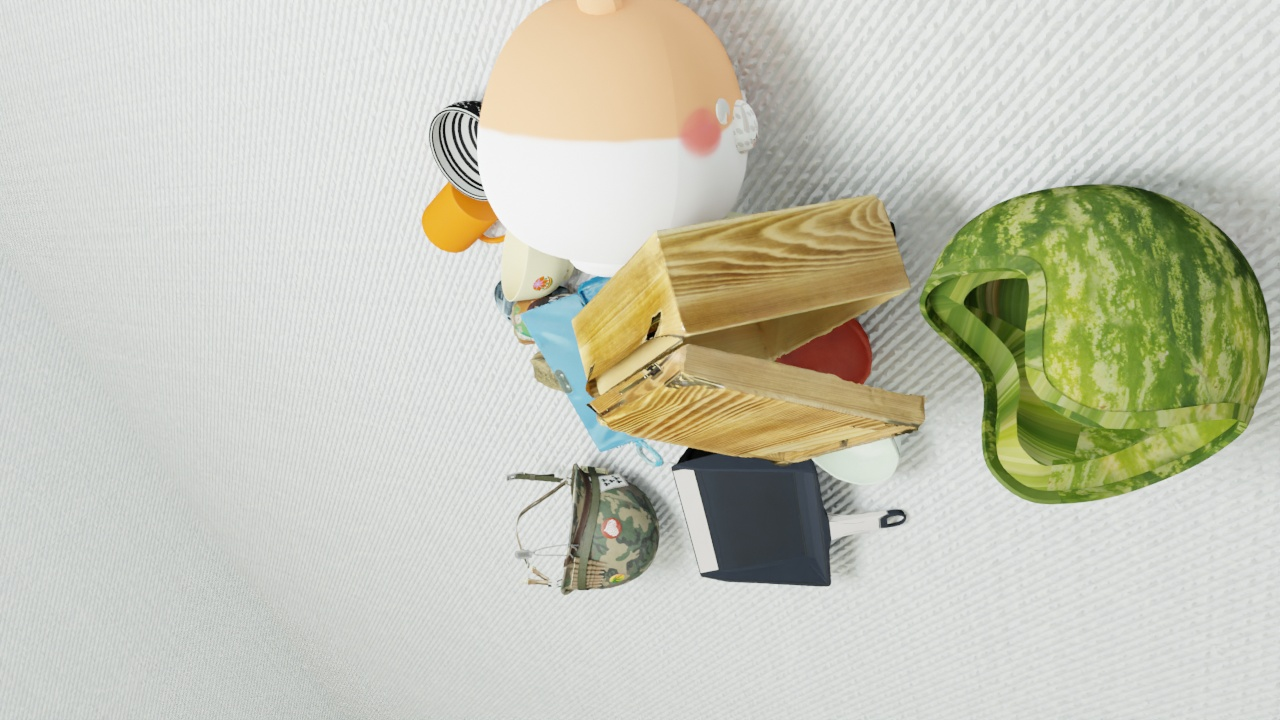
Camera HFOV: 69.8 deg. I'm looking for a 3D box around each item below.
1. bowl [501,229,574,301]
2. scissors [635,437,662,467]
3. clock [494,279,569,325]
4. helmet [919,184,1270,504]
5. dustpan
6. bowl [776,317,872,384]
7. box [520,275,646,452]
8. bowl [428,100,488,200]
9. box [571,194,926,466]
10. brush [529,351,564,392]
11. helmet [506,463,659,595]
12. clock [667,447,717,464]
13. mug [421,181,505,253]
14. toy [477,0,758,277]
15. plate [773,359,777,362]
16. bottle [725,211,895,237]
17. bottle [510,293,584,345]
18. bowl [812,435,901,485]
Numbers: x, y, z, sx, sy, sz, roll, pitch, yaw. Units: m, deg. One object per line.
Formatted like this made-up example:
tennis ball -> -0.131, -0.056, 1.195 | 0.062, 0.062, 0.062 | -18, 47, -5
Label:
bowl -> -0.126, -0.130, 1.174 | 0.074, 0.117, 0.118 | 5, 147, -24
scissors -> -0.006, 0.099, 1.345 | 0.137, 0.012, 0.128 | 45, 141, -3
clock -> -0.141, -0.078, 1.258 | 0.129, 0.052, 0.090 | 32, 139, 11
helmet -> 0.372, -0.030, 0.755 | 0.243, 0.246, 0.213 | -15, 150, 2
dustpan -> 0.200, 0.210, 1.197 | 0.273, 0.080, 0.236 | -14, 129, 1
bowl -> 0.210, -0.020, 1.046 | 0.122, 0.035, 0.122 | 22, 136, 22
box -> -0.027, 0.002, 1.171 | 0.175, 0.033, 0.231 | -20, 114, 15
bowl -> -0.190, -0.263, 1.117 | 0.120, 0.066, 0.120 | 22, 136, 22
box -> 0.083, 0.004, 0.882 | 0.280, 0.258, 0.220 | 148, 110, -68
brush -> -0.080, 0.025, 1.309 | 0.196, 0.043, 0.059 | 16, 134, 28
helmet -> -0.092, 0.256, 1.406 | 0.236, 0.192, 0.224 | -7, 139, 11
clock -> 0.099, 0.164, 1.259 | 0.120, 0.091, 0.043 | 47, 150, -1
mug -> -0.218, -0.189, 1.211 | 0.112, 0.077, 0.096 | 25, 147, -26
toy -> -0.020, -0.225, 0.877 | 0.266, 0.262, 0.281 | 9, 113, 17
plate -> 0.114, -0.030, 1.120 | 0.131, 0.025, 0.131 | 22, 136, 22
bottle -> 0.171, -0.135, 0.964 | 0.185, 0.045, 0.045 | 14, 133, 29
bottle -> -0.081, -0.059, 1.188 | 0.167, 0.059, 0.059 | -8, 125, 9
bowl -> 0.257, 0.085, 1.084 | 0.117, 0.061, 0.118 | 22, 137, 22
